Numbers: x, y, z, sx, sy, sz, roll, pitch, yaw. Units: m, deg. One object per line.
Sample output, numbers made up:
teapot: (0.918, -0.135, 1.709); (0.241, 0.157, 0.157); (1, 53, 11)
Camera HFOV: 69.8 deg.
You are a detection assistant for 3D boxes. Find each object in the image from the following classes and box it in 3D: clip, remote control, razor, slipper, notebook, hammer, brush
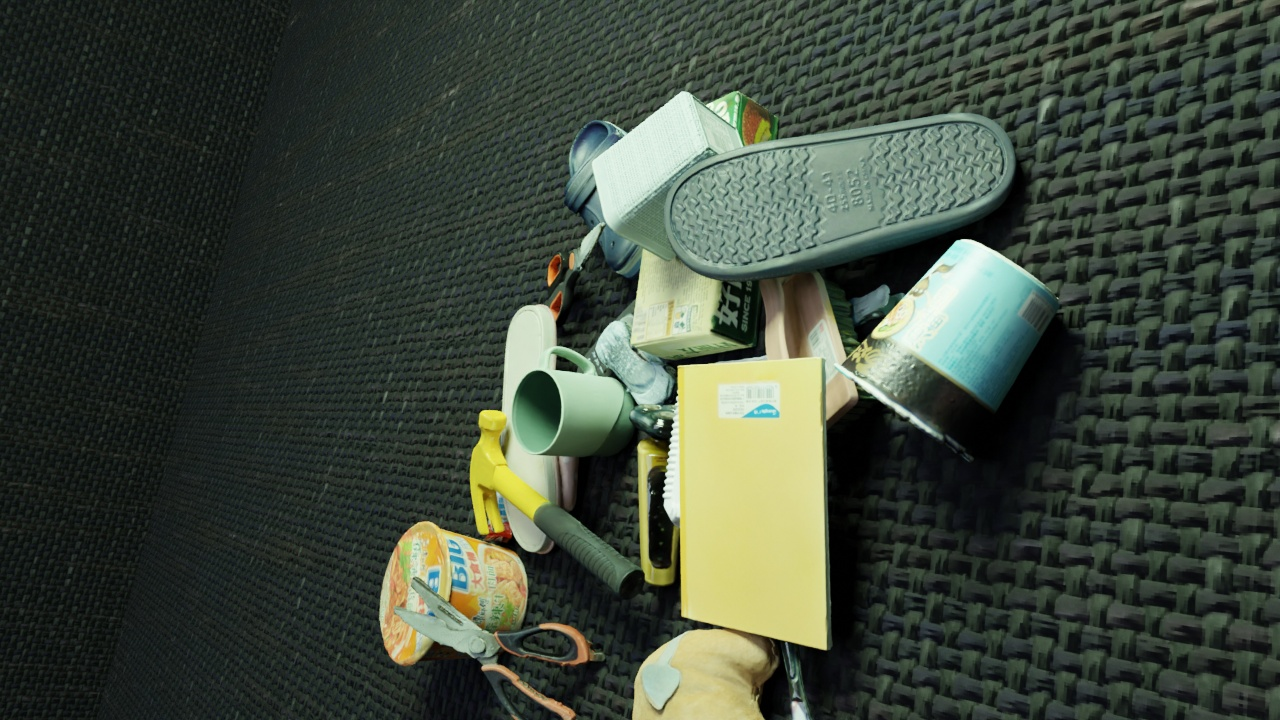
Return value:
clip: (0.182, -0.043, 0.726); (0.057, 0.028, 0.024); (-20, 58, 58)
remote control: (-0.020, -0.015, 0.966); (0.137, 0.024, 0.053); (-46, 48, 29)
razor: (0.112, 0.215, 0.683); (0.043, 0.022, 0.142); (-20, 51, 23)
slipper: (0.153, -0.116, 0.722); (0.269, 0.083, 0.110); (-9, 72, 19)
notebook: (0.082, 0.104, 0.698); (0.146, 0.010, 0.206); (-4, 86, 47)
hammer: (-0.095, 0.155, 0.916); (0.301, 0.032, 0.129); (25, 110, 50)
slipper: (-0.108, 0.073, 1.012); (0.114, 0.054, 0.274); (-17, 72, 51)
slipper: (-0.035, -0.195, 1.007); (0.105, 0.095, 0.252); (-53, 37, 27)
razor: (0.019, 0.120, 0.838); (0.068, 0.062, 0.167); (115, 157, -76)
brush: (0.133, -0.015, 0.725); (0.063, 0.073, 0.145); (125, 144, -50)

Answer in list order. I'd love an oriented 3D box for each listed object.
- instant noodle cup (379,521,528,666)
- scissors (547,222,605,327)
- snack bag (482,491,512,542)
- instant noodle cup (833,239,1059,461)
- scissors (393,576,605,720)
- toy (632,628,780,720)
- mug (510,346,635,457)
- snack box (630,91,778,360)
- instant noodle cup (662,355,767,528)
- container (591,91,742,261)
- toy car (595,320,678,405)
instant noodle cup: (-0.202, 0.260, 1.008); (0.152, 0.111, 0.151); (-25, 57, 44)
scissors: (-0.067, -0.089, 0.999); (0.235, 0.021, 0.125); (-169, 80, -71)
snack bag: (-0.160, 0.161, 1.069); (0.048, 0.026, 0.104); (-7, 70, 38)
instant noodle cup: (0.210, -0.013, 0.617); (0.120, 0.111, 0.111); (-56, 39, 8)
scissors: (-0.136, 0.279, 0.895); (0.214, 0.015, 0.197); (-19, 81, 8)
toy: (0.063, 0.309, 0.675); (0.144, 0.082, 0.225); (-35, 49, 19)
mug: (-0.066, 0.041, 0.920); (0.082, 0.106, 0.111); (-27, 66, 41)
snack box: (0.061, -0.125, 0.878); (0.115, 0.063, 0.239); (-11, 67, 49)
instant noodle cup: (0.077, 0.075, 0.778); (0.138, 0.060, 0.173); (-7, 71, 50)
container: (0.031, -0.164, 0.809); (0.112, 0.090, 0.089); (-35, 51, 30)
toy car: (-0.005, 0.005, 0.915); (0.105, 0.031, 0.049); (47, 117, 27)
